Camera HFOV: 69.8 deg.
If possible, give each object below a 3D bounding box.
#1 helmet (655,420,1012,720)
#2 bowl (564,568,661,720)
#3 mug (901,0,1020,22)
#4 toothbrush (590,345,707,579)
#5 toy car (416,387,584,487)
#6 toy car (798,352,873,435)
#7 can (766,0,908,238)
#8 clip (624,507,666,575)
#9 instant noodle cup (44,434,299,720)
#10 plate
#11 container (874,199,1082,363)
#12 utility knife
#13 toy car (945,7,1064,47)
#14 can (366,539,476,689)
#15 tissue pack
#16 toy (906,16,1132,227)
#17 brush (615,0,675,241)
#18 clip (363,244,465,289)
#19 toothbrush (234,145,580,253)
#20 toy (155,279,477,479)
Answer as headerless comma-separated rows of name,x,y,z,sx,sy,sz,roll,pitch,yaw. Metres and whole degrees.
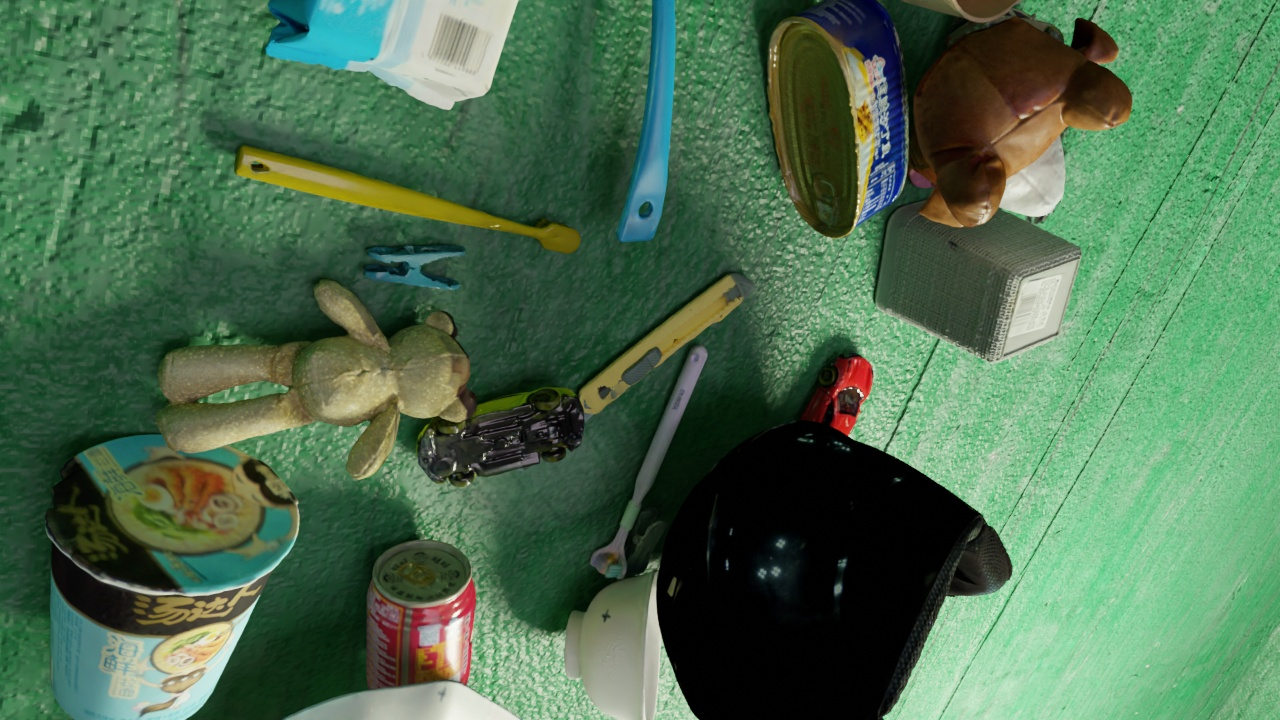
helmet,0.121,0.174,0.669,0.232,0.230,0.276,-44,171,-35
bowl,-0.021,0.216,0.690,0.065,0.118,0.118,1,125,7
mug,0.147,-0.243,0.507,0.124,0.103,0.084,-4,119,-34
toothbrush,0.008,0.074,0.665,0.021,0.029,0.189,-38,151,-73
toy car,-0.087,0.043,0.567,0.105,0.032,0.048,-15,126,-15
toy car,0.156,0.044,0.745,0.049,0.031,0.106,16,105,-42
can,0.123,-0.150,0.570,0.049,0.074,0.148,-34,132,-20
clip,0.002,0.140,0.701,0.025,0.033,0.057,8,115,-37
instant noodle cup,-0.239,0.117,0.457,0.111,0.111,0.121,4,122,-38
plate,-0.154,0.277,0.603,0.162,0.034,0.266,-22,144,0
container,0.254,-0.062,0.691,0.090,0.114,0.090,-19,127,-27
utility knife,-0.004,0.004,0.618,0.207,0.021,0.031,-36,127,-7
toy car,0.256,-0.225,0.640,0.090,0.042,0.035,-4,80,-31
can,-0.139,0.169,0.582,0.066,0.066,0.094,-10,122,-32
tissue pack,-0.098,-0.185,0.393,0.089,0.063,0.140,7,114,-41
toy,0.232,-0.146,0.587,0.140,0.199,0.130,-35,95,14
brush,0.013,-0.185,0.479,0.083,0.046,0.255,-10,117,-36
clip,-0.122,-0.051,0.494,0.056,0.014,0.040,-2,118,-35
toothbrush,-0.113,-0.082,0.481,0.189,0.016,0.016,9,112,-38
toy,-0.165,0.013,0.477,0.157,0.066,0.105,-8,79,-28
